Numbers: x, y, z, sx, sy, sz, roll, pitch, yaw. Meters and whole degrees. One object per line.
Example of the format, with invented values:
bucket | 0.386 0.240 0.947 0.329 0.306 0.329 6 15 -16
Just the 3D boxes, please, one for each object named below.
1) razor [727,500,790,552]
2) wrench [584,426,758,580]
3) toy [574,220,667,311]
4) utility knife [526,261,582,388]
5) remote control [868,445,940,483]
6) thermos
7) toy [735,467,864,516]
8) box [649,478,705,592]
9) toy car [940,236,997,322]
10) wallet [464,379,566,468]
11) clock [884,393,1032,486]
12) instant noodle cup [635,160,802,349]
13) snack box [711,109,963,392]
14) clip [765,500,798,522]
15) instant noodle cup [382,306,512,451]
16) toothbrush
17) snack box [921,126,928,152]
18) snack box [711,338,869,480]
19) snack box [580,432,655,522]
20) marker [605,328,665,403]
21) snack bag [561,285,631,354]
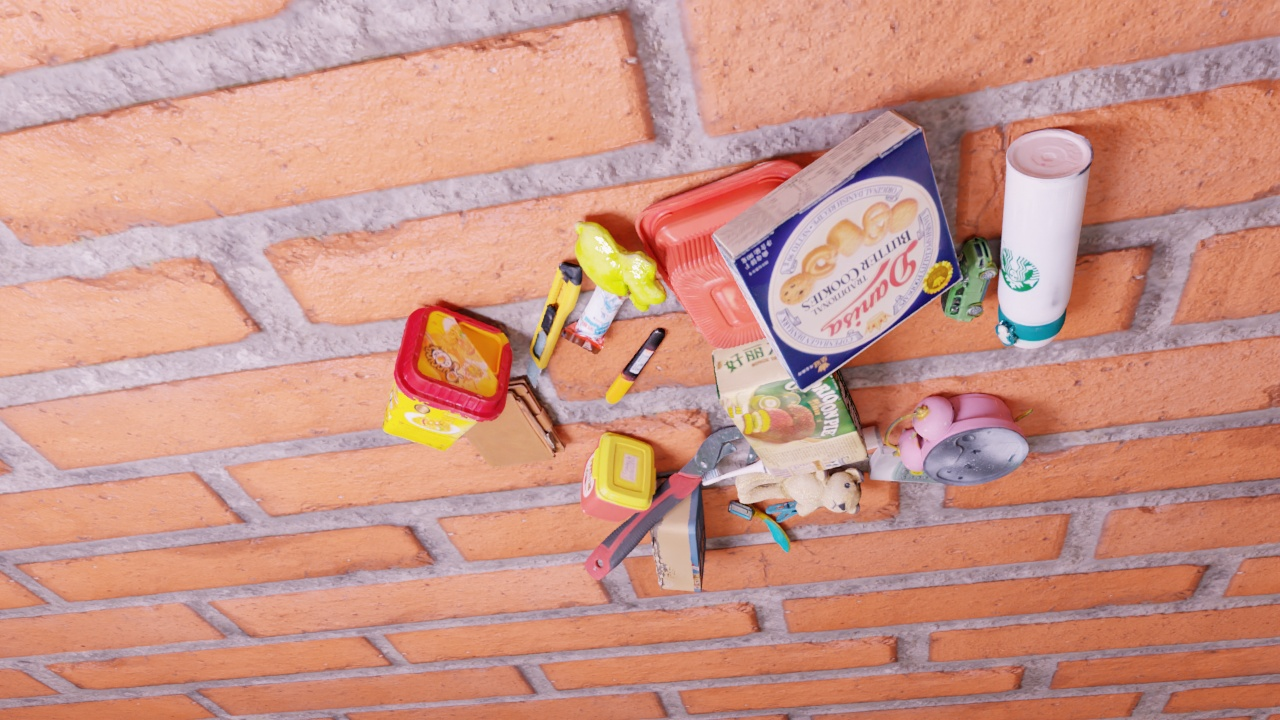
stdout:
razor | 0.170 0.226 1.243 0.043 0.028 0.132 10 155 49
wrench | 0.033 0.171 1.111 0.274 0.056 0.016 -42 164 12
toy | -0.023 -0.086 0.855 0.100 0.031 0.097 16 140 41
utility knife | -0.094 -0.033 0.949 0.015 0.033 0.191 -28 156 -39
remote control | 0.353 0.131 1.139 0.135 0.019 0.056 4 139 -4
thermos | 0.362 -0.099 0.840 0.073 0.073 0.224 -9 138 10
toy | 0.196 0.159 1.139 0.157 0.066 0.105 2 118 6
box | 0.051 0.226 1.199 0.063 0.089 0.185 2 141 7
toy car | 0.316 -0.077 0.884 0.036 0.043 0.091 2 138 -1
wallet | -0.158 0.076 1.074 0.108 0.031 0.132 -10 138 17
clock | 0.363 0.090 1.063 0.158 0.059 0.117 2 140 -5
instant noodle cup | 0.100 -0.081 0.856 0.165 0.079 0.189 -18 137 20
snack box | 0.174 -0.087 0.780 0.178 0.045 0.182 -35 132 1
clip | 0.198 0.199 1.224 0.055 0.013 0.034 -28 132 28
instant noodle cup | -0.208 0.026 0.954 0.116 0.116 0.124 22 137 -22
toothbrush | 0.180 0.118 1.107 0.221 0.026 0.026 -16 166 10
snack box | 0.226 -0.133 0.834 0.084 0.026 0.157 -13 137 15
snack box | 0.166 0.052 0.984 0.115 0.063 0.240 -15 148 17
snack box | -0.029 0.146 1.110 0.082 0.091 0.080 18 142 -19
marker | -0.006 0.006 1.005 0.018 0.015 0.124 18 133 -21
snack bag | -0.041 -0.050 0.930 0.048 0.026 0.104 25 135 -14
